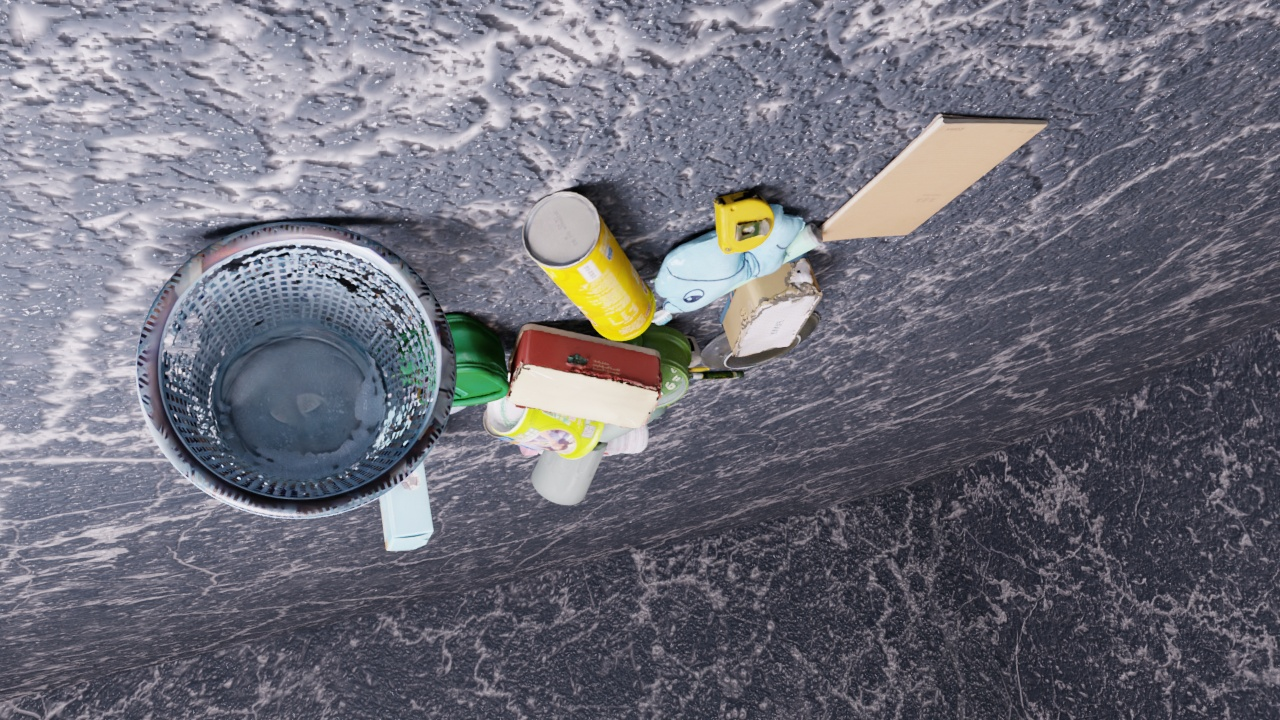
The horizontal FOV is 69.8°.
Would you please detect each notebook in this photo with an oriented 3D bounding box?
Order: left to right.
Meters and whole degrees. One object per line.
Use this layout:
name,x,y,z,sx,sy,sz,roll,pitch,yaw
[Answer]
notebook,0.292,-0.184,0.950,0.149,0.012,0.212,-7,160,-29

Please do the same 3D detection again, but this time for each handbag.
handbag,-0.208,0.009,0.984,0.120,0.068,0.131,-19,161,11

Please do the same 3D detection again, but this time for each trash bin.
trash bin,-0.285,0.021,0.771,0.226,0.226,0.195,-9,173,-23

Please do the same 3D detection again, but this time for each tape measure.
tape measure,0.046,-0.006,1.214,0.066,0.033,0.066,-16,163,-2
tape measure,0.099,-0.130,0.873,0.057,0.029,0.060,-14,131,-8

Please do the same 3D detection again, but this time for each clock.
clock,-0.007,0.007,1.131,0.161,0.056,0.116,17,138,-27

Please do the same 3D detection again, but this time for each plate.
plate,0.169,-0.021,1.292,0.179,0.024,0.180,-15,162,-5

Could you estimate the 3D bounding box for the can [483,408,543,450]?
can,-0.166,0.092,1.283,0.053,0.053,0.134,-21,161,12

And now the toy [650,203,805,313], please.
toy,0.083,-0.102,0.945,0.156,0.049,0.162,-3,145,-26

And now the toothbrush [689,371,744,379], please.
toothbrush,0.089,0.025,1.367,0.185,0.017,0.012,-1,119,-39

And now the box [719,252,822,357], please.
box,0.154,-0.061,1.111,0.089,0.061,0.184,-12,163,-11

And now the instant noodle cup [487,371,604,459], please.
instant noodle cup,-0.124,0.064,1.170,0.112,0.111,0.123,-29,150,34

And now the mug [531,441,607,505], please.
mug,-0.089,0.134,1.317,0.123,0.084,0.104,-27,148,-53

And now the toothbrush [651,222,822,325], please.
toothbrush,0.101,-0.091,1.025,0.225,0.026,0.027,-27,139,28

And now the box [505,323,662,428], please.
box,-0.065,0.027,1.045,0.168,0.076,0.092,12,140,-15

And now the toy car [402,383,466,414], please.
toy car,-0.249,0.049,1.118,0.054,0.036,0.121,-18,165,2

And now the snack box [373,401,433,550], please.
snack box,-0.293,0.140,1.121,0.051,0.174,0.074,-5,160,-23

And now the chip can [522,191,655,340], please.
chip can,-0.042,-0.081,0.861,0.072,0.072,0.213,-19,162,8

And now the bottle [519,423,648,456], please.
bottle,-0.087,0.118,1.410,0.196,0.068,0.068,-4,158,-26

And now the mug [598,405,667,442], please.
mug,-0.016,0.050,1.267,0.107,0.082,0.111,-29,-172,32
